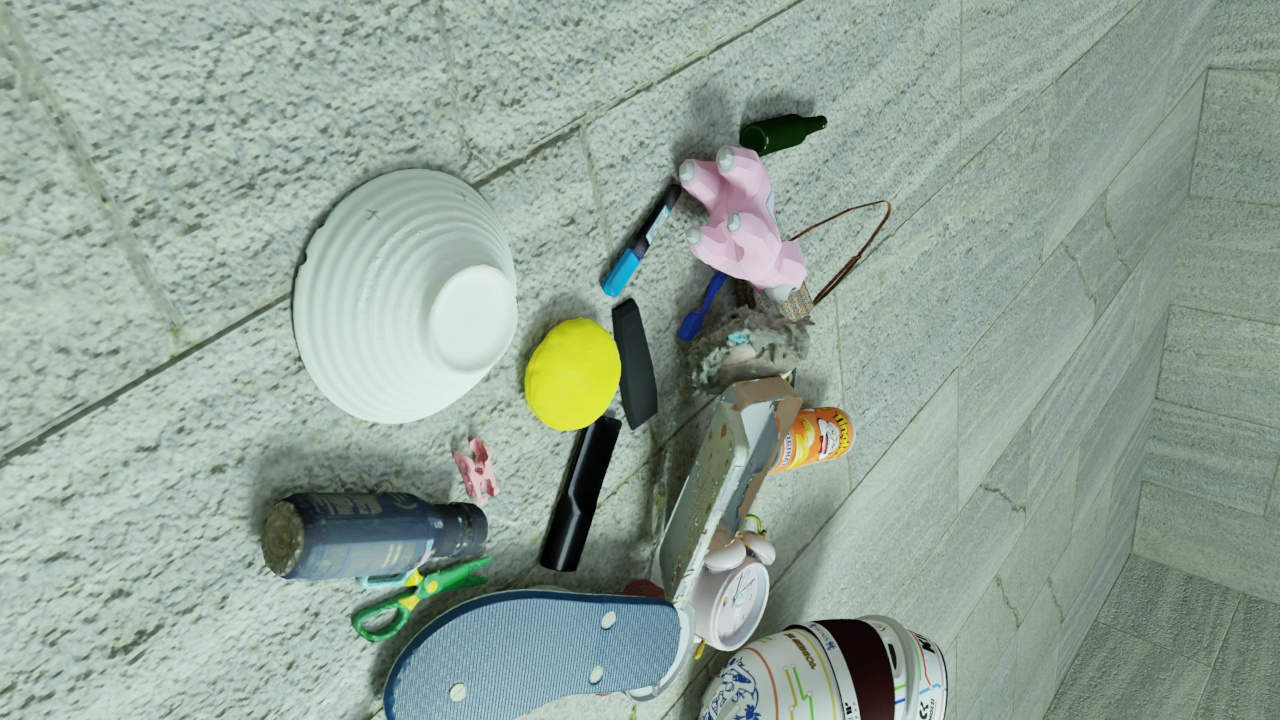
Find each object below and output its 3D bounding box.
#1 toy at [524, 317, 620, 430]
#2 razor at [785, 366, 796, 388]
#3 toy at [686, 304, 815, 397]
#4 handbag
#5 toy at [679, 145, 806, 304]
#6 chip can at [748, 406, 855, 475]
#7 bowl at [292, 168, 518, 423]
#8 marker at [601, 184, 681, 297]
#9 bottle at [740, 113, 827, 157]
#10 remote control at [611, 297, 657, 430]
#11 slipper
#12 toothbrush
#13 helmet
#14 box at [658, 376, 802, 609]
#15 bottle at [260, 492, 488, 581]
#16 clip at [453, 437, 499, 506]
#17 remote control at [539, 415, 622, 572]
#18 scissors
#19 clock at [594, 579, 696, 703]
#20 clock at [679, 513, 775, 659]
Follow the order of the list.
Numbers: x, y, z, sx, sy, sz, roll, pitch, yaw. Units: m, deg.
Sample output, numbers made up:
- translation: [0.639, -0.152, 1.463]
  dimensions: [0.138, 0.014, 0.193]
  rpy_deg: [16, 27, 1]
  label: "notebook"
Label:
- translation: [-0.054, 0.012, 0.746]
  dimensions: [0.095, 0.041, 0.094]
  rpy_deg: [-46, 130, -28]
  label: "toy"
- translation: [0.127, 0.045, 0.993]
  dimensions: [0.143, 0.021, 0.044]
  rpy_deg: [-41, 146, -33]
  label: "razor"
- translation: [0.110, -0.007, 0.896]
  dimensions: [0.176, 0.133, 0.076]
  rpy_deg: [40, 35, -69]
  label: "toy"
- translation: [0.182, -0.109, 0.949]
  dimensions: [0.195, 0.043, 0.093]
  rpy_deg: [-39, 127, -11]
  label: "handbag"
- translation: [0.099, -0.120, 0.830]
  dimensions: [0.157, 0.067, 0.123]
  rpy_deg: [17, 65, -54]
  label: "toy"
- translation: [0.172, 0.086, 1.013]
  dimensions: [0.210, 0.062, 0.062]
  rpy_deg: [0, 105, -57]
  label: "chip can"
- translation: [-0.131, -0.034, 0.609]
  dimensions: [0.176, 0.071, 0.177]
  rpy_deg: [-23, 122, -44]
  label: "bowl"
- translation: [0.002, -0.104, 0.788]
  dimensions: [0.122, 0.015, 0.018]
  rpy_deg: [-58, 143, -20]
  label: "marker"
- translation: [0.145, -0.224, 0.897]
  dimensions: [0.122, 0.033, 0.033]
  rpy_deg: [-26, 123, -43]
  label: "bottle"
- translation: [-0.005, 0.005, 0.826]
  dimensions: [0.039, 0.010, 0.125]
  rpy_deg: [-35, 129, -37]
  label: "remote control"
- translation: [-0.086, 0.244, 0.785]
  dimensions: [0.294, 0.060, 0.118]
  rpy_deg: [7, 97, -40]
  label: "slipper"
- translation: [0.086, -0.094, 0.900]
  dimensions: [0.186, 0.011, 0.016]
  rpy_deg: [-58, 140, -21]
  label: "toothbrush"
- translation: [0.184, 0.428, 1.049]
  dimensions: [0.236, 0.231, 0.314]
  rpy_deg: [20, 96, -16]
  label: "helmet"
- translation: [0.082, 0.127, 0.859]
  dimensions: [0.120, 0.094, 0.218]
  rpy_deg: [-10, 135, -33]
  label: "box"
- translation: [-0.175, 0.118, 0.630]
  dimensions: [0.160, 0.056, 0.056]
  rpy_deg: [10, 97, -51]
  label: "bottle"
- translation: [-0.122, 0.083, 0.711]
  dimensions: [0.039, 0.023, 0.059]
  rpy_deg: [-37, 136, -40]
  label: "clip"
- translation: [-0.050, 0.117, 0.810]
  dimensions: [0.045, 0.021, 0.140]
  rpy_deg: [16, 91, -53]
  label: "remote control"
- translation: [-0.162, 0.161, 0.701]
  dimensions: [0.131, 0.013, 0.078]
  rpy_deg: [-17, 118, -45]
  label: "scissors"
- translation: [-0.004, 0.278, 0.898]
  dimensions: [0.156, 0.062, 0.110]
  rpy_deg: [13, 95, -51]
  label: "clock"
- translation: [0.095, 0.242, 1.005]
  dimensions: [0.116, 0.059, 0.158]
  rpy_deg: [12, 95, -52]
  label: "clock"
